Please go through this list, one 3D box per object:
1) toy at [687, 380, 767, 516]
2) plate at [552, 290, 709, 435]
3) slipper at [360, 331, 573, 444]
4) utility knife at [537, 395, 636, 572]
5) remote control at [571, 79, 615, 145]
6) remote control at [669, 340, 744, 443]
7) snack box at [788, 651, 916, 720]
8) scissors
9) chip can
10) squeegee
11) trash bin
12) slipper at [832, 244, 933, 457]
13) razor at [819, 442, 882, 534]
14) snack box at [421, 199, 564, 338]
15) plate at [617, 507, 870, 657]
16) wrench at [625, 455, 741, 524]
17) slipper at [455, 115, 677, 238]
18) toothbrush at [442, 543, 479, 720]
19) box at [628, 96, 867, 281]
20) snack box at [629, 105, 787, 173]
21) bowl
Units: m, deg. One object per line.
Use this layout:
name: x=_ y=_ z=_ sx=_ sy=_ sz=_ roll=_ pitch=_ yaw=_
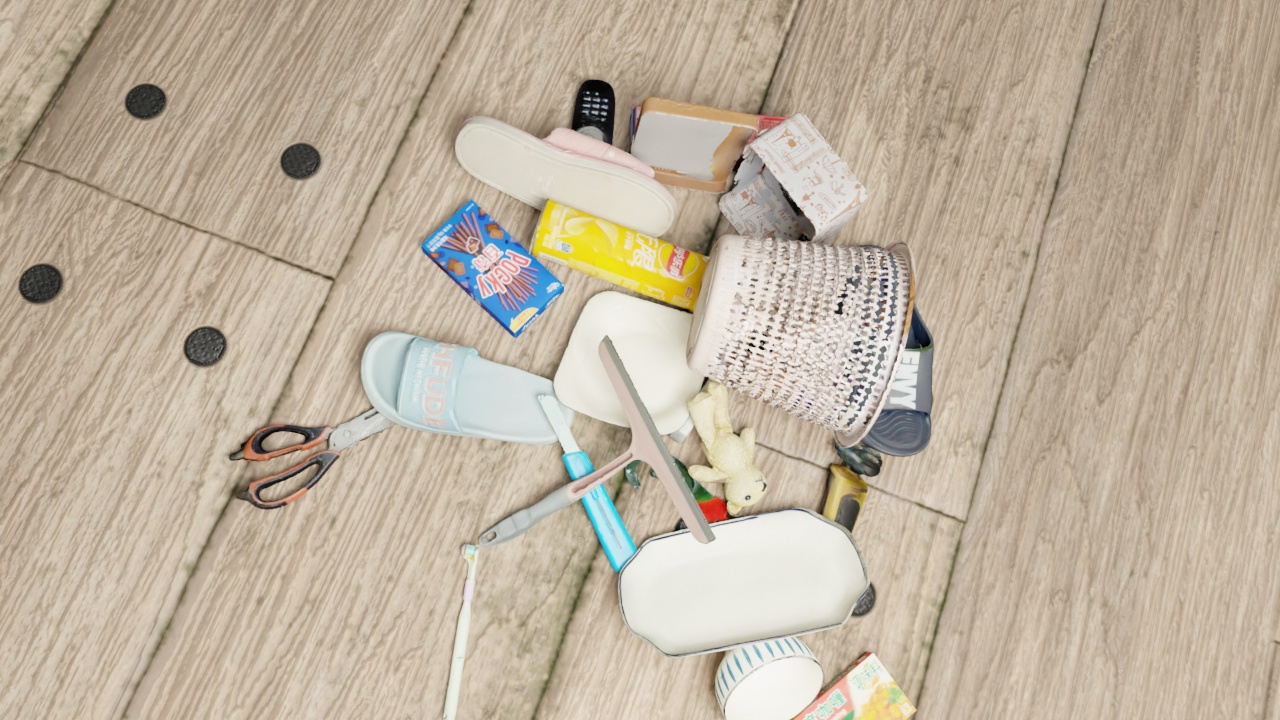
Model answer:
toy: x=0.099 y=0.096 z=1.030 sx=0.104 sy=0.066 sz=0.157 roll=-38 pitch=114 yaw=-38
plate: x=-0.006 y=0.006 z=1.064 sx=0.164 sy=0.034 sz=0.163 roll=17 pitch=65 yaw=9
slipper: x=-0.193 y=0.036 z=1.027 sx=0.245 sy=0.074 sz=0.104 roll=15 pitch=76 yaw=-7
utility knife: x=-0.062 y=0.134 z=1.031 sx=0.034 sy=0.018 sz=0.216 roll=-27 pitch=91 yaw=-13
remote control: x=-0.060 y=-0.286 z=1.147 sx=0.053 sy=0.024 sz=0.136 roll=7 pitch=77 yaw=-6
remote control: x=0.077 y=0.037 z=1.068 sx=0.019 sy=0.056 sz=0.135 roll=35 pitch=76 yaw=4
snack box: x=0.219 y=0.401 z=1.010 sx=0.155 sy=0.027 sz=0.077 roll=-35 pitch=81 yaw=-13
scissors: x=-0.353 y=0.081 z=1.033 sx=0.196 sy=0.015 sz=0.205 roll=19 pitch=69 yaw=2
chip can: x=-0.021 y=-0.122 z=1.081 sx=0.213 sy=0.072 sz=0.072 roll=18 pitch=75 yaw=-5
squeegee: x=-0.074 y=0.141 z=1.004 sx=0.250 sy=0.040 sz=0.247 roll=-32 pitch=73 yaw=15
trash bin: x=0.157 y=-0.039 z=0.973 sx=0.192 sy=0.228 sz=0.227 roll=14 pitch=75 yaw=-2
slipper: x=0.290 y=-0.020 z=1.091 sx=0.110 sy=0.083 sz=0.268 roll=-4 pitch=76 yaw=-5
razor: x=0.231 y=0.174 z=1.050 sx=0.062 sy=0.068 sz=0.167 roll=22 pitch=81 yaw=-17
snack box: x=-0.175 y=-0.110 z=1.091 sx=0.157 sy=0.026 sz=0.084 roll=43 pitch=75 yaw=5
plate: x=0.109 y=0.243 z=0.987 sx=0.265 sy=0.034 sz=0.161 roll=-12 pitch=39 yaw=-1
wrench: x=0.099 y=0.191 z=1.054 sx=0.273 sy=0.016 sz=0.056 roll=37 pitch=79 yaw=4
slipper: x=-0.085 y=-0.220 z=1.089 sx=0.274 sy=0.114 sz=0.054 roll=20 pitch=48 yaw=-3
toothbrush: x=-0.196 y=0.296 z=0.997 sx=0.020 sy=0.029 sz=0.189 roll=18 pitch=73 yaw=-44
box: x=0.118 y=-0.215 z=1.069 sx=0.274 sy=0.179 sz=0.125 roll=30 pitch=74 yaw=1
snack box: x=0.088 y=-0.275 z=1.143 sx=0.207 sy=0.057 sz=0.058 roll=3 pitch=79 yaw=-6
bowl: x=0.131 y=0.334 z=0.986 sx=0.116 sy=0.117 sz=0.066 roll=-18 pitch=36 yaw=-10
